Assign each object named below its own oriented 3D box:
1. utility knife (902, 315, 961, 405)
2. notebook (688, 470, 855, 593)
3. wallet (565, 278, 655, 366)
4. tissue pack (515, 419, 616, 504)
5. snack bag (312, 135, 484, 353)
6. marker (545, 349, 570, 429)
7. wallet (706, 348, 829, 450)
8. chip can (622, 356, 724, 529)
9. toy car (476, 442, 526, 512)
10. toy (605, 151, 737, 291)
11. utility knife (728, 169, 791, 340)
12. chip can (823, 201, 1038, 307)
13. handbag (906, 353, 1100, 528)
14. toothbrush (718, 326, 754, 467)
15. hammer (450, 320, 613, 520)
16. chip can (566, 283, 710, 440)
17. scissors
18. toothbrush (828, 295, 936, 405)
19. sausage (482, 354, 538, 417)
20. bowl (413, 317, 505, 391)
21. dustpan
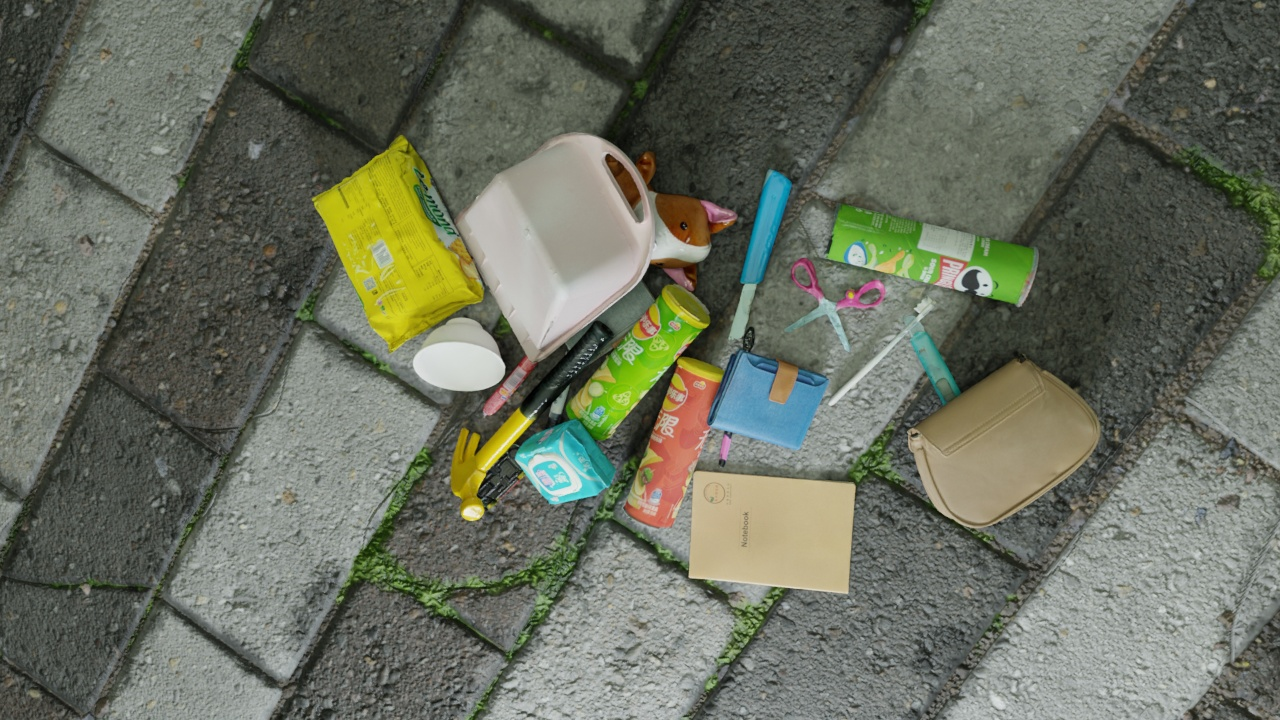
[{"bbox_3d":[0.368,0.021,1.129,0.029,0.013,0.176,-28,91,13],"label":"utility knife"},{"bbox_3d":[0.169,0.222,1.192,0.208,0.008,0.148,4,97,10],"label":"notebook"},{"bbox_3d":[-0.048,-0.064,1.187,0.130,0.037,0.106,-35,80,10],"label":"wallet"},{"bbox_3d":[-0.096,0.132,1.175,0.093,0.050,0.134,54,142,-10],"label":"tissue pack"},{"bbox_3d":[-0.321,-0.149,1.199,0.158,0.068,0.246,-29,83,12],"label":"snack bag"},{"bbox_3d":[-0.104,0.045,1.219,0.022,0.018,0.131,17,100,-1],"label":"marker"},{"bbox_3d":[0.159,0.049,1.134,0.133,0.040,0.106,17,102,-23],"label":"wallet"},{"bbox_3d":[0.045,0.105,1.171,0.073,0.073,0.217,22,101,7],"label":"chip can"},{"bbox_3d":[-0.189,0.156,1.240,0.106,0.031,0.049,-45,88,10],"label":"toy car"},{"bbox_3d":[0.006,-0.175,1.124,0.199,0.130,0.140,31,125,-4],"label":"toy"},{"bbox_3d":[0.146,-0.129,1.150,0.034,0.018,0.218,16,98,7],"label":"utility knife"},{"bbox_3d":[0.340,-0.128,1.088,0.236,0.072,0.072,15,99,9],"label":"chip can"},{"bbox_3d":[0.420,0.096,1.081,0.204,0.100,0.148,-34,90,1],"label":"handbag"},{"bbox_3d":[0.122,0.049,1.177,0.014,0.017,0.189,13,100,10],"label":"toothbrush"},{"bbox_3d":[-0.144,0.065,1.173,0.033,0.128,0.301,32,109,-38],"label":"hammer"},{"bbox_3d":[-0.007,0.007,1.153,0.072,0.072,0.222,42,112,4],"label":"chip can"},{"bbox_3d":[0.236,-0.073,1.143,0.133,0.017,0.134,-29,94,16],"label":"scissors"},{"bbox_3d":[0.295,-0.010,1.133,0.016,0.016,0.180,47,107,16],"label":"toothbrush"},{"bbox_3d":[-0.162,0.019,1.226,0.020,0.020,0.156,42,101,4],"label":"sausage"},{"bbox_3d":[-0.235,-0.017,1.205,0.118,0.118,0.064,-9,57,11],"label":"bowl"},{"bbox_3d":[-0.097,-0.144,1.128,0.138,0.274,0.222,-28,89,-25],"label":"dustpan"}]
